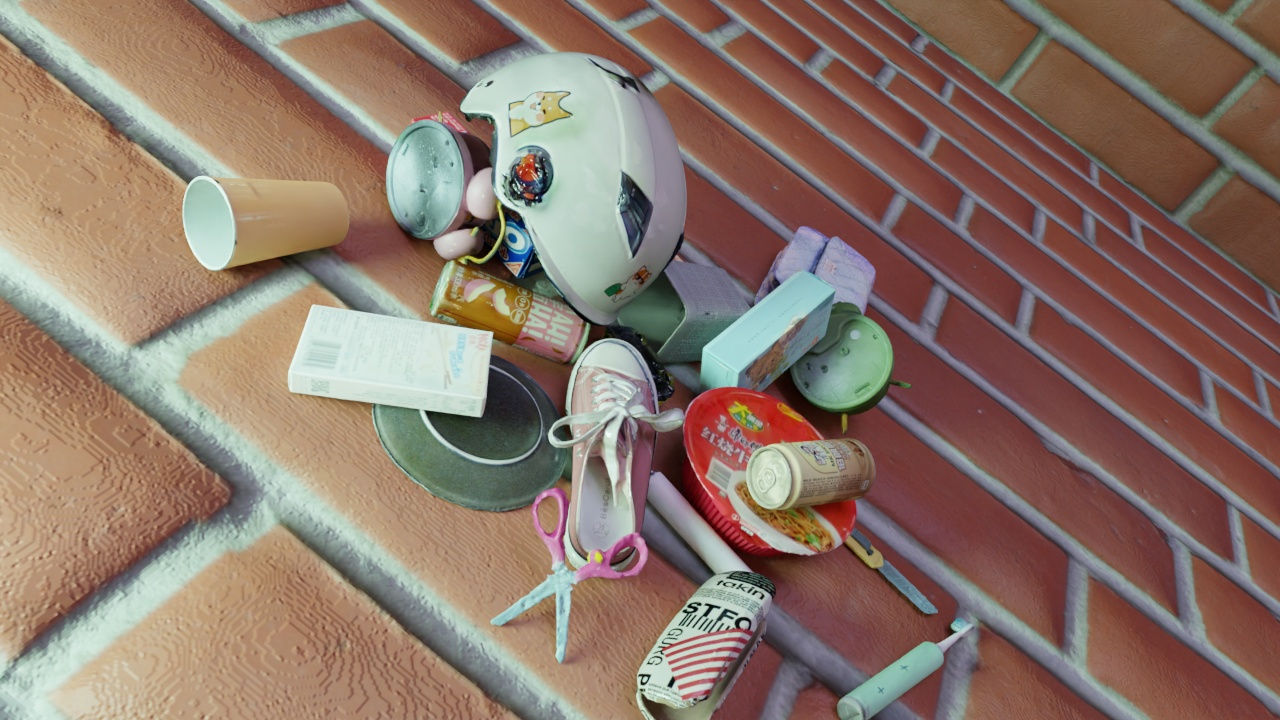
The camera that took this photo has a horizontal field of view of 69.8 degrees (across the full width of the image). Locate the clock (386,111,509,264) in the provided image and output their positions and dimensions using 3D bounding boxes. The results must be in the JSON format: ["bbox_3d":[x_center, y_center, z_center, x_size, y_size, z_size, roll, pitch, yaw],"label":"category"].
[{"bbox_3d":[-0.187,-0.166,0.921,0.059,0.117,0.158,-6,52,-52],"label":"clock"}]

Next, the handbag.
[{"bbox_3d":[0.233,-0.094,1.194,0.134,0.076,0.193,35,38,-2],"label":"handbag"}]

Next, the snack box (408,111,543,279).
[{"bbox_3d":[-0.170,-0.181,0.995,0.207,0.057,0.058,46,42,12],"label":"snack box"}]

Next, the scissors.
[{"bbox_3d":[-0.060,0.159,0.706,0.133,0.017,0.130,-29,86,-19],"label":"scissors"}]

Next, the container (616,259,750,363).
[{"bbox_3d":[0.051,-0.052,1.002,0.114,0.090,0.090,0,50,-41],"label":"container"}]

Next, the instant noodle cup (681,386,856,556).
[{"bbox_3d":[0.110,0.117,0.885,0.193,0.066,0.193,22,39,-19],"label":"instant noodle cup"}]

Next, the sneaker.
[{"bbox_3d":[-0.022,0.064,0.798,0.118,0.088,0.240,11,49,-8],"label":"sneaker"}]

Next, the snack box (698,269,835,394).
[{"bbox_3d":[0.137,-0.021,0.990,0.051,0.074,0.174,36,57,28],"label":"snack box"}]

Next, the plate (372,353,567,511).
[{"bbox_3d":[-0.142,0.049,0.800,0.179,0.024,0.179,21,39,-18],"label":"plate"}]

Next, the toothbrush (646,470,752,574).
[{"bbox_3d":[0.028,0.132,0.840,0.026,0.027,0.221,-37,74,-27],"label":"toothbrush"}]

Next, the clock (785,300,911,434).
[{"bbox_3d":[0.226,-0.004,1.063,0.161,0.116,0.056,57,7,30],"label":"clock"}]

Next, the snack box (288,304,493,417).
[{"bbox_3d":[-0.206,0.000,0.773,0.156,0.027,0.084,9,43,-11],"label":"snack box"}]

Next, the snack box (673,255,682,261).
[{"bbox_3d":[-0.019,-0.111,1.061,0.075,0.026,0.152,46,39,13],"label":"snack box"}]

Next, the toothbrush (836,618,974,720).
[{"bbox_3d":[0.255,0.283,0.850,0.224,0.026,0.027,-11,35,-43],"label":"toothbrush"}]

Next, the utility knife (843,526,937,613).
[{"bbox_3d":[0.218,0.182,0.944,0.220,0.022,0.030,48,45,8],"label":"utility knife"}]

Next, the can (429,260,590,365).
[{"bbox_3d":[-0.125,-0.045,0.884,0.147,0.058,0.057,21,40,-18],"label":"can"}]

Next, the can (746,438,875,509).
[{"bbox_3d":[0.156,0.102,0.833,0.116,0.059,0.058,0,50,-38],"label":"can"}]

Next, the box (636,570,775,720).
[{"bbox_3d":[0.052,0.237,0.737,0.075,0.083,0.163,9,29,27],"label":"box"}]

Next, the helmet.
[{"bbox_3d":[-0.038,-0.187,0.894,0.230,0.157,0.274,24,39,-63],"label":"helmet"}]

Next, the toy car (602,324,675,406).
[{"bbox_3d":[-0.006,0.006,0.942,0.048,0.032,0.105,-3,47,-38],"label":"toy car"}]

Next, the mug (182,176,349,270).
[{"bbox_3d":[-0.324,-0.124,0.809,0.078,0.078,0.122,49,34,17],"label":"mug"}]
